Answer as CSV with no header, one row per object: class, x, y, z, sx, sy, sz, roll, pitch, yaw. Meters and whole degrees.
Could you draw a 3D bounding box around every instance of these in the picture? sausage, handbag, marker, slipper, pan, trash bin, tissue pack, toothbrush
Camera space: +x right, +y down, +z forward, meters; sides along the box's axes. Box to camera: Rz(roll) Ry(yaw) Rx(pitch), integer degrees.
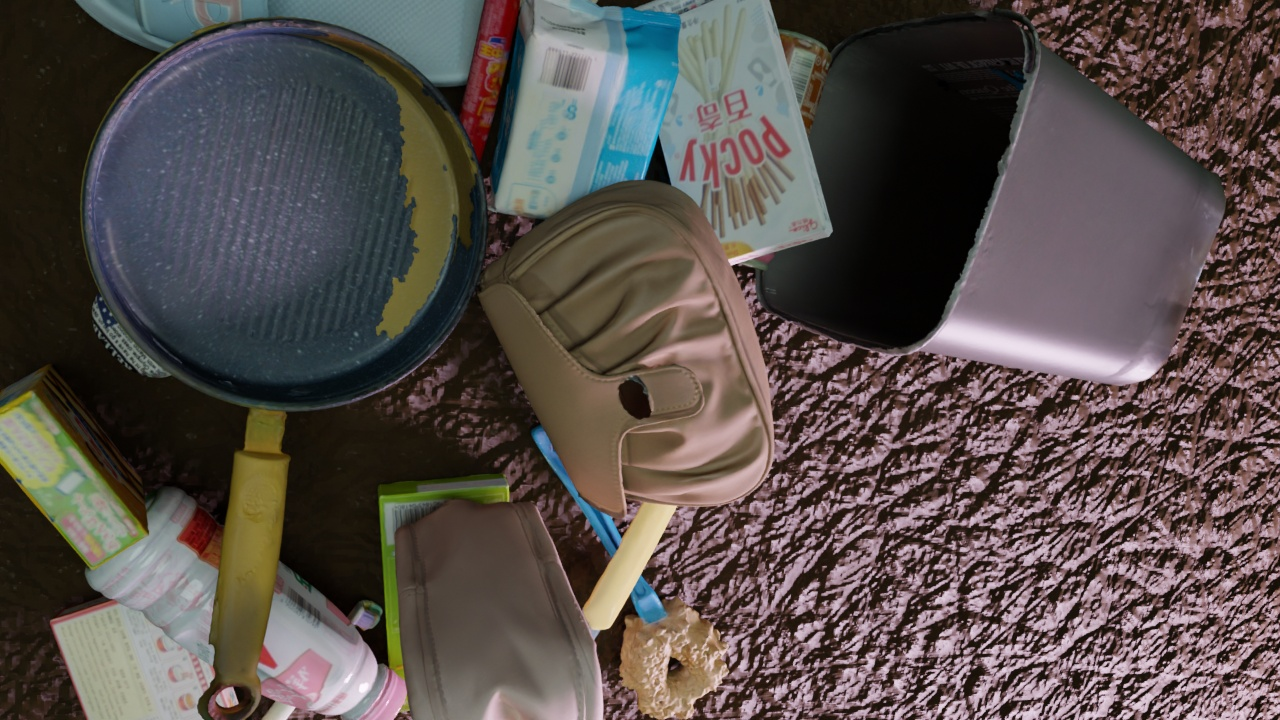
sausage,-0.093,-0.154,0.534,0.020,0.020,0.156,9,126,-20
handbag,-0.003,0.003,0.550,0.148,0.099,0.204,-17,115,15
marker,0.041,-0.236,0.590,0.145,0.017,0.017,-26,109,-10
slipper,-0.188,-0.205,0.493,0.245,0.074,0.104,8,101,-21
pan,-0.188,0.008,0.475,0.197,0.078,0.357,9,99,-34
trash bin,0.229,-0.089,0.598,0.219,0.199,0.199,13,98,-27
tissue pack,-0.036,-0.144,0.546,0.090,0.063,0.140,6,125,-19
toothbrush,-0.239,0.236,0.610,0.020,0.029,0.189,40,90,22
handbag,-0.086,0.218,0.544,0.093,0.193,0.234,-7,115,-15

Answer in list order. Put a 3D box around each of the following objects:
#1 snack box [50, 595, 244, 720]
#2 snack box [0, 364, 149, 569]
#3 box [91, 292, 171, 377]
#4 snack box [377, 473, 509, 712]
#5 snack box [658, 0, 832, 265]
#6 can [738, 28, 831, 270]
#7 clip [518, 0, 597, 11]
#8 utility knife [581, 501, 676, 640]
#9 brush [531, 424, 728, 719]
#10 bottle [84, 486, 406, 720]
snack box,-0.297,0.216,0.570,0.077,0.027,0.156,-17,98,-14
snack box,-0.300,0.051,0.481,0.033,0.140,0.087,-35,111,-20
box,-0.230,-0.058,0.512,0.163,0.076,0.075,-39,113,-6
snack box,-0.130,0.157,0.622,0.085,0.026,0.156,-4,104,-17
snack box,0.056,-0.140,0.564,0.085,0.026,0.156,-16,86,21
can,0.078,-0.136,0.602,0.058,0.058,0.147,13,98,-20
clip,-0.068,-0.236,0.532,0.034,0.076,0.103,-46,122,-4
utility knife,-0.003,0.126,0.625,0.031,0.019,0.176,42,57,-19
brush,-0.011,0.151,0.656,0.083,0.046,0.255,-28,106,-6
bottle,-0.226,0.158,0.550,0.068,0.068,0.197,-45,113,-4
